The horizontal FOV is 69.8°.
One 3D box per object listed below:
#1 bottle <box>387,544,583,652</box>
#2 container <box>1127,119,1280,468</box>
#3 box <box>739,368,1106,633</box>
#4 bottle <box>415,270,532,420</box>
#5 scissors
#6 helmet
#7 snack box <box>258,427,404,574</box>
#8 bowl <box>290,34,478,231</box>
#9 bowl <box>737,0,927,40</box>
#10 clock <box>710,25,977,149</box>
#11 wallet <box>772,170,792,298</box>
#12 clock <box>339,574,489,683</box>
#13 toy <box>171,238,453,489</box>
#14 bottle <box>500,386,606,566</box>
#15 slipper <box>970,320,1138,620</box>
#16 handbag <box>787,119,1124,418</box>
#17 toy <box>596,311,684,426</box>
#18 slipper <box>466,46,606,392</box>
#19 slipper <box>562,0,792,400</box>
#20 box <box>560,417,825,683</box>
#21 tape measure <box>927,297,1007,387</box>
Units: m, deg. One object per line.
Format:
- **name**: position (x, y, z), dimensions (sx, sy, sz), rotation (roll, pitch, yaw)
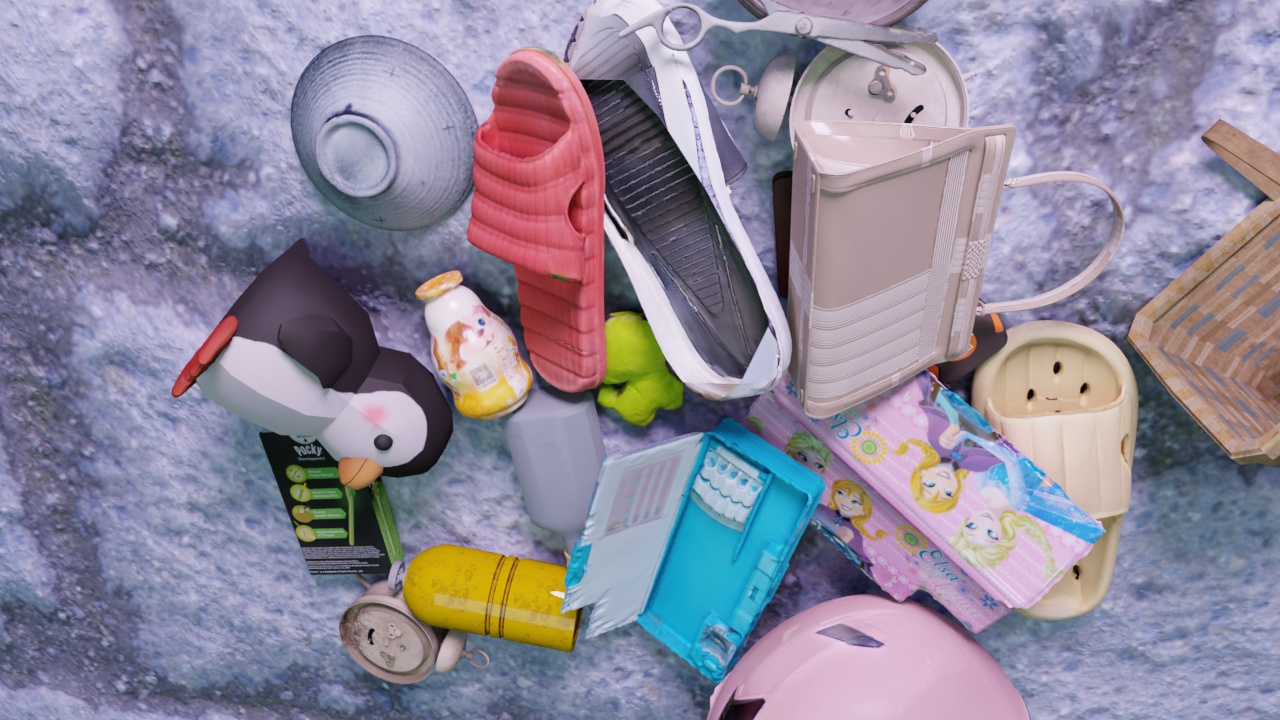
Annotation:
- **bottle**: position (-0.132, 0.199, 0.783), dimensions (0.164, 0.070, 0.071), rotation (10, 118, 3)
- **container**: position (0.404, -0.064, 0.516), dimensions (0.186, 0.157, 0.251), rotation (29, 119, -20)
- **box**: position (0.174, 0.086, 0.637), dimensions (0.230, 0.062, 0.161), rotation (43, 118, 13)
- **bottle**: position (-0.124, -0.011, 0.674), dimensions (0.063, 0.063, 0.109), rotation (-16, 113, 16)
- **scissors**: position (0.074, -0.178, 0.506), dimensions (0.161, 0.014, 0.118), rotation (40, 115, -9)
- **helmet**: position (0.147, 0.272, 0.696), dimensions (0.255, 0.230, 0.152), rotation (-31, 83, 1)
- **snack box**: position (-0.261, 0.117, 0.784), dimensions (0.080, 0.025, 0.148), rotation (-3, 117, 10)
- **bowl**: position (-0.181, -0.143, 0.617), dimensions (0.137, 0.057, 0.137), rotation (4, 118, 7)
- **bowl**: position (0.108, -0.257, 0.506), dimensions (0.145, 0.067, 0.145), rotation (4, 118, 7)
- **clock**: position (0.120, -0.154, 0.562), dimensions (0.157, 0.061, 0.103), rotation (12, 107, -1)
- **wallet**: position (0.149, -0.086, 0.620), dimensions (0.116, 0.018, 0.091), rotation (-3, 116, 8)
- **clock**: position (-0.200, 0.244, 0.826), dimensions (0.141, 0.054, 0.093), rotation (18, 120, 7)
- **toy**: position (-0.220, 0.011, 0.683), dimensions (0.184, 0.139, 0.159), rotation (38, 149, -22)
- **bottle**: position (-0.058, 0.101, 0.732), dimensions (0.072, 0.046, 0.161), rotation (-6, 117, 12)
- **slipper**: position (0.304, 0.098, 0.659), dimensions (0.111, 0.079, 0.262), rotation (-8, 116, 9)
- **handbag**: position (0.191, -0.061, 0.547), dimensions (0.198, 0.062, 0.176), rotation (-8, 132, -2)
- **toy**: position (-0.004, 0.004, 0.680), dimensions (0.094, 0.036, 0.093), rotation (-34, 113, 30)
- **slipper**: position (-0.073, -0.079, 0.610), dimensions (0.103, 0.059, 0.249), rotation (29, 134, 37)
- **slipper**: position (0.027, -0.102, 0.590), dimensions (0.111, 0.062, 0.264), rotation (-17, 99, 41)
- **box**: position (0.029, 0.148, 0.713), dimensions (0.170, 0.085, 0.228), rotation (12, 126, -6)
- **tape measure**: position (0.213, -0.021, 0.633), dimensions (0.058, 0.038, 0.058), rotation (30, 126, -21)
